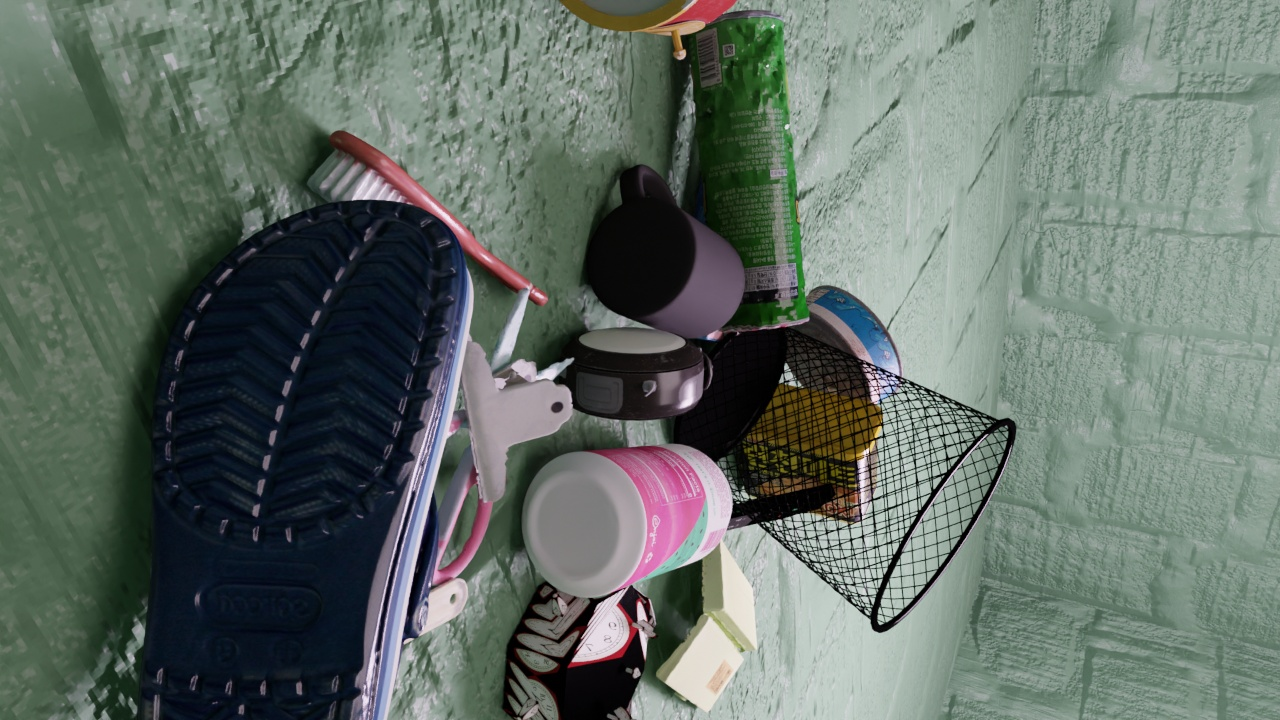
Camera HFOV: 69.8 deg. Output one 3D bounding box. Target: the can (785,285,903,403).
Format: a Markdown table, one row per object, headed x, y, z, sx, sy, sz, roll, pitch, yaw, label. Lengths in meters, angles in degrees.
| x | y | z | sx | sy | sz | roll | pitch | yaw | label |
| --- | --- | --- | --- | --- | --- | --- | --- | --- | --- |
| 0.193 | -0.007 | 0.902 | 0.044 | 0.130 | 0.130 | -34 | 134 | -18 | can |

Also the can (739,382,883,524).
| x | y | z | sx | sy | sz | roll | pitch | yaw | label |
| --- | --- | --- | --- | --- | --- | --- | --- | --- | --- |
| 0.162 | 0.089 | 0.883 | 0.072 | 0.131 | 0.101 | -53 | 145 | -41 | can |

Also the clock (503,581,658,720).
| x | y | z | sx | sy | sz | roll | pitch | yaw | label |
| --- | --- | --- | --- | --- | --- | --- | --- | --- | --- |
| -0.026 | 0.210 | 0.638 | 0.154 | 0.065 | 0.114 | 35 | 68 | -59 | clock |

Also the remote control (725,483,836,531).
| x | y | z | sx | sy | sz | roll | pitch | yaw | label |
| --- | --- | --- | --- | --- | --- | --- | --- | --- | --- |
| 0.106 | 0.134 | 0.816 | 0.149 | 0.013 | 0.035 | -7 | 152 | -27 | remote control |

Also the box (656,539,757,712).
| x | y | z | sx | sy | sz | roll | pitch | yaw | label |
| --- | --- | --- | --- | --- | --- | --- | --- | --- | --- |
| 0.072 | 0.251 | 0.848 | 0.140 | 0.048 | 0.188 | -65 | 155 | -21 | box |

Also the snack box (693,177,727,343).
| x | y | z | sx | sy | sz | roll | pitch | yaw | label |
| --- | --- | --- | --- | --- | --- | --- | --- | --- | --- |
| 0.072 | -0.091 | 0.756 | 0.087 | 0.033 | 0.154 | 9 | 91 | -62 | snack box |

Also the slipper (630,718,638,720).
| x | y | z | sx | sy | sz | roll | pitch | yaw | label |
| --- | --- | --- | --- | --- | --- | --- | --- | --- | --- |
| -0.032 | 0.311 | 0.624 | 0.272 | 0.114 | 0.054 | -5 | 124 | -59 | slipper |

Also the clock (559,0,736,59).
| x | y | z | sx | sy | sz | roll | pitch | yaw | label |
| --- | --- | --- | --- | --- | --- | --- | --- | --- | --- |
| 0.016 | -0.254 | 0.496 | 0.081 | 0.117 | 0.159 | -30 | 144 | -60 | clock |

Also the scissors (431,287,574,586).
| x | y | z | sx | sy | sz | roll | pitch | yaw | label |
| --- | --- | --- | --- | --- | --- | --- | --- | --- | --- |
| -0.099 | 0.039 | 0.472 | 0.167 | 0.014 | 0.170 | 15 | 98 | -57 | scissors |

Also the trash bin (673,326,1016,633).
| x | y | z | sx | sy | sz | roll | pitch | yaw | label |
| --- | --- | --- | --- | --- | --- | --- | --- | --- | --- |
| 0.151 | 0.075 | 0.730 | 0.183 | 0.210 | 0.184 | -34 | 142 | -32 | trash bin |

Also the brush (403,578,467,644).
| x | y | z | sx | sy | sz | roll | pitch | yaw | label |
| --- | --- | --- | --- | --- | --- | --- | --- | --- | --- |
| -0.154 | 0.147 | 0.424 | 0.217 | 0.012 | 0.033 | -18 | 115 | -57 | brush |

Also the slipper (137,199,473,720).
| x | y | z | sx | sy | sz | roll | pitch | yaw | label |
| --- | --- | --- | --- | --- | --- | --- | --- | --- | --- |
| -0.132 | 0.061 | 0.367 | 0.095 | 0.105 | 0.252 | 88 | 11 | -81 | slipper |

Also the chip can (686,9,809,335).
| x | y | z | sx | sy | sz | roll | pitch | yaw | label |
| --- | --- | --- | --- | --- | --- | --- | --- | --- | --- |
| 0.078 | -0.135 | 0.671 | 0.075 | 0.076 | 0.223 | -17 | 103 | -59 | chip can |

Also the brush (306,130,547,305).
| x | y | z | sx | sy | sz | roll | pitch | yaw | label |
| --- | --- | --- | --- | --- | --- | --- | --- | --- | --- |
| -0.097 | -0.055 | 0.452 | 0.030 | 0.041 | 0.172 | -58 | 152 | -5 | brush |

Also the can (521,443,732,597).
| x | y | z | sx | sy | sz | roll | pitch | yaw | label |
| --- | --- | --- | --- | --- | --- | --- | --- | --- | --- |
| -0.003 | 0.102 | 0.620 | 0.165 | 0.088 | 0.088 | 5 | 94 | -62 | can |

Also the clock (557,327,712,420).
| x | y | z | sx | sy | sz | roll | pitch | yaw | label |
| --- | --- | --- | --- | --- | --- | --- | --- | --- | --- |
| -0.003 | 0.003 | 0.583 | 0.122 | 0.091 | 0.044 | -27 | 122 | -61 | clock |

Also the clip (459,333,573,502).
| x | y | z | sx | sy | sz | roll | pitch | yaw | label |
| --- | --- | --- | --- | --- | --- | --- | --- | --- | --- |
| -0.069 | 0.022 | 0.482 | 0.054 | 0.041 | 0.102 | -21 | 127 | -28 | clip |

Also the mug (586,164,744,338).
| x | y | z | sx | sy | sz | roll | pitch | yaw | label |
| --- | --- | --- | --- | --- | --- | --- | --- | --- | --- |
| 0.014 | -0.076 | 0.620 | 0.088 | 0.078 | 0.113 | 16 | 58 | -62 | mug |
